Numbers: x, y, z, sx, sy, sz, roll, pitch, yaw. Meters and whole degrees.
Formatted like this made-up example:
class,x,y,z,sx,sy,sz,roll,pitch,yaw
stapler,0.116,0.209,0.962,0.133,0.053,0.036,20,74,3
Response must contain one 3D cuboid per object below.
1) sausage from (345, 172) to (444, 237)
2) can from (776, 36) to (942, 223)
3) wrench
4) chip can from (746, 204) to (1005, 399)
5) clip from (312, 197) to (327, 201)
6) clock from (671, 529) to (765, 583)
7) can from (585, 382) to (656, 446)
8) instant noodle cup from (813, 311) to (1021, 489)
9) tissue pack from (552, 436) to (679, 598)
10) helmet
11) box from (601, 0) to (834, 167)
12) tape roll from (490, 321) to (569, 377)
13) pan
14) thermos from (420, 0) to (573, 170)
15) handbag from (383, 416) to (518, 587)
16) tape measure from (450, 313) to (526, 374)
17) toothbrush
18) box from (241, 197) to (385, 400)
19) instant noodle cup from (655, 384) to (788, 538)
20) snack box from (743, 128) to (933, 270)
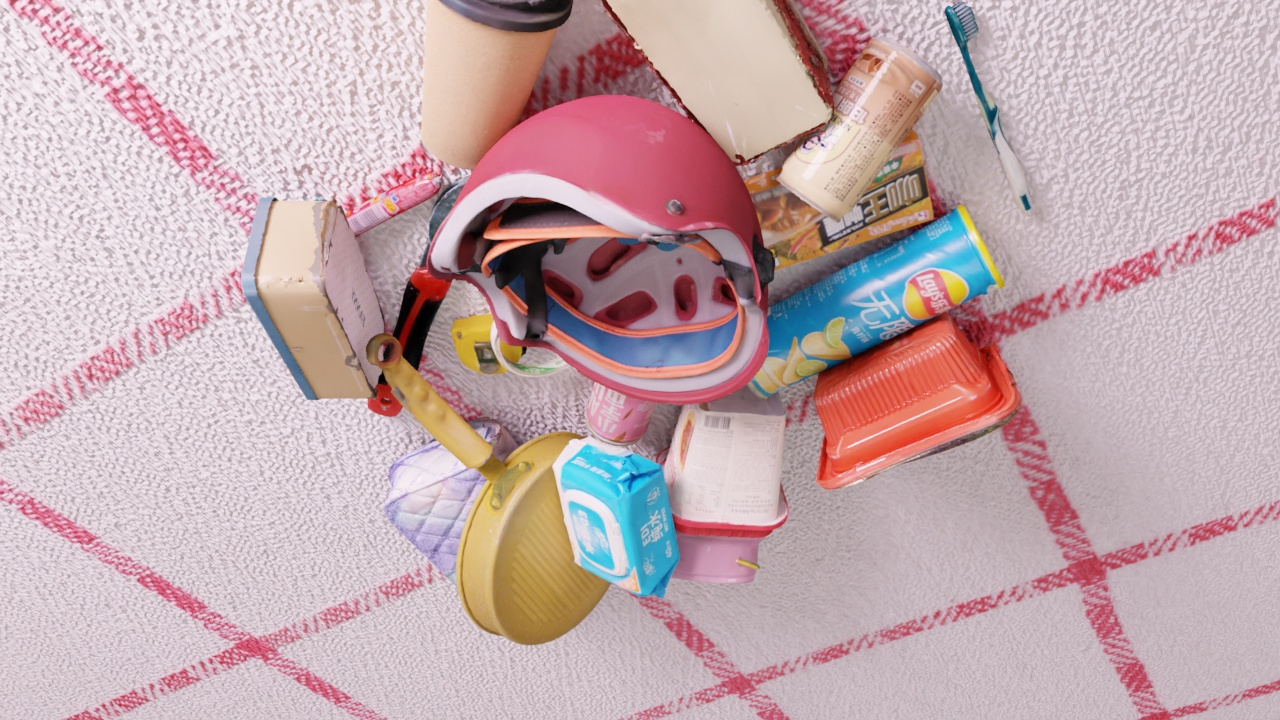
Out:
class,x,y,z,sx,sy,sz,roll,pitch,yaw
sausage,-0.214,-0.109,0.705,0.156,0.020,0.020,-23,128,17
can,0.149,-0.157,0.630,0.058,0.058,0.116,28,108,-23
wrench,-0.178,-0.046,0.763,0.056,0.016,0.274,22,126,-19
chip can,0.177,-0.043,0.740,0.211,0.071,0.071,-28,126,21
clip,-0.264,-0.104,0.706,0.054,0.033,0.013,-21,127,33
clock,0.062,0.182,0.906,0.117,0.059,0.158,4,175,1
can,-0.005,0.005,0.784,0.058,0.057,0.148,11,130,-11
instant noodle cup,0.213,0.023,0.751,0.165,0.188,0.079,-28,95,19
tissue pack,-0.021,0.137,0.794,0.090,0.063,0.140,18,130,38
helmet,-0.007,-0.083,0.631,0.207,0.143,0.240,-9,145,33
box,0.053,-0.203,0.577,0.091,0.075,0.168,-23,136,27
tape roll,-0.082,-0.024,0.767,0.085,0.014,0.086,-14,130,-18
pan,-0.121,0.108,0.798,0.078,0.197,0.358,17,148,36
thermos,-0.101,-0.198,0.592,0.093,0.092,0.144,12,137,-12
handbag,-0.150,0.148,0.894,0.134,0.075,0.194,-22,130,10
tape measure,-0.129,-0.013,0.784,0.060,0.028,0.057,-6,131,4
toothbrush,0.258,-0.176,0.664,0.018,0.016,0.191,-32,125,10
box,-0.240,-0.044,0.688,0.060,0.089,0.185,-2,147,0
instant noodle cup,0.078,0.080,0.824,0.116,0.116,0.124,4,119,-6
snack box,0.140,-0.119,0.702,0.154,0.026,0.075,-17,129,12
